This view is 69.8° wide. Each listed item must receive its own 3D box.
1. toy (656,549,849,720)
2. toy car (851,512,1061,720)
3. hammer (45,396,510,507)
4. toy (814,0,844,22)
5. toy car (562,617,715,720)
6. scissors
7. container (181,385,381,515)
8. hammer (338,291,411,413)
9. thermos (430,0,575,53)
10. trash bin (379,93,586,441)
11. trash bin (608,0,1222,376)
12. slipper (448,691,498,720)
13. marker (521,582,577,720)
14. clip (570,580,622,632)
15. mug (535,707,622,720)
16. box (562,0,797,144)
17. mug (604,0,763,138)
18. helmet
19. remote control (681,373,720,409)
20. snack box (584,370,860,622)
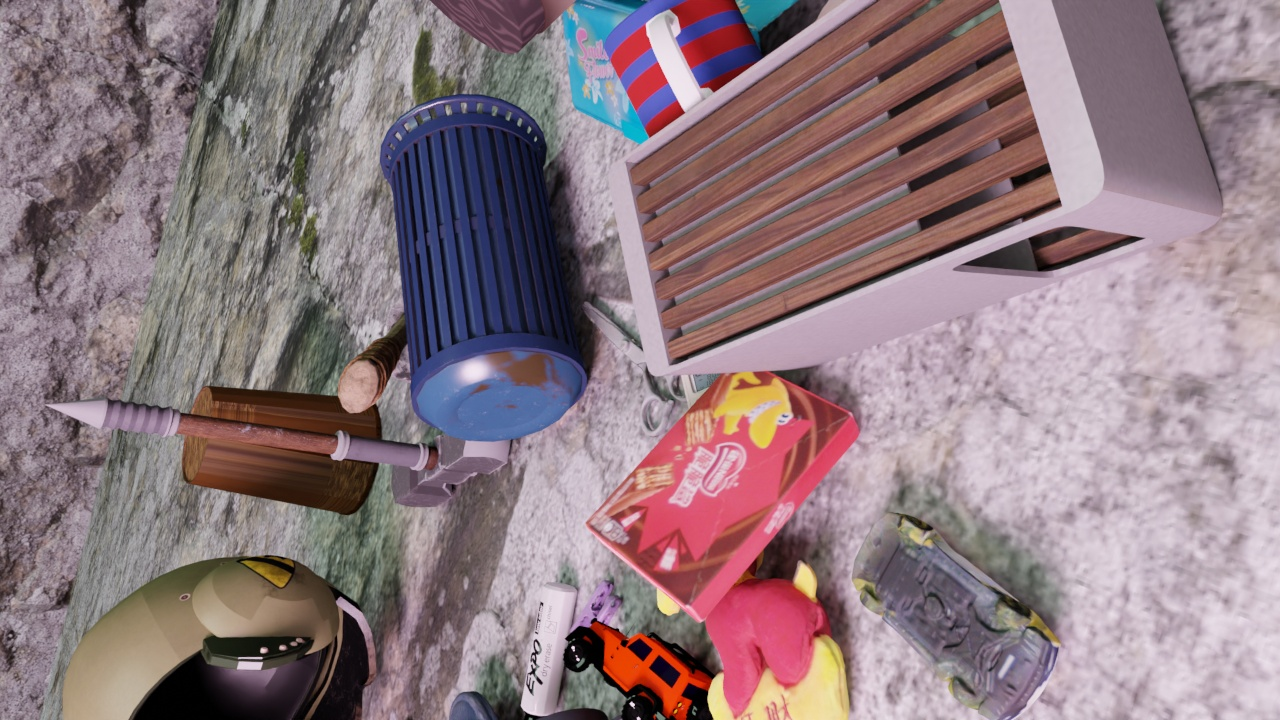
[{"bbox_3d":[0.059,0.141,0.484,0.106,0.067,0.137,-55,49,27],"label":"toy"},{"bbox_3d":[0.139,0.111,0.410,0.105,0.033,0.048,44,116,53],"label":"toy car"},{"bbox_3d":[-0.271,0.061,0.713,0.156,0.321,0.043,-33,54,42],"label":"hammer"},{"bbox_3d":[0.114,-0.160,0.512,0.096,0.052,0.098,118,166,-53],"label":"toy"},{"bbox_3d":[0.002,0.186,0.545,0.100,0.051,0.048,28,81,46],"label":"toy car"},{"bbox_3d":[0.003,-0.009,0.640,0.090,0.014,0.171,-47,48,31],"label":"scissors"},{"bbox_3d":[-0.383,0.091,0.975,0.132,0.167,0.132,-20,63,48],"label":"container"},{"bbox_3d":[-0.210,-0.014,0.779,0.318,0.049,0.121,-120,50,-77],"label":"hammer"},{"bbox_3d":[-0.060,-0.343,0.636,0.226,0.172,0.173,-51,37,-8],"label":"thermos"},{"bbox_3d":[-0.124,-0.069,0.721,0.140,0.139,0.249,-39,52,38],"label":"trash bin"},{"bbox_3d":[0.108,-0.077,0.422,0.230,0.114,0.114,-23,74,47],"label":"trash bin"},{"bbox_3d":[-0.123,0.363,0.619,0.101,0.082,0.263,-57,41,45],"label":"slipper"},{"bbox_3d":[-0.068,0.222,0.648,0.025,0.025,0.126,4,82,53],"label":"marker"},{"bbox_3d":[-0.032,0.173,0.629,0.053,0.013,0.037,-49,46,28],"label":"clip"},{"bbox_3d":[-0.029,0.258,0.561,0.105,0.071,0.077,-31,51,10],"label":"mug"},{"bbox_3d":[0.023,-0.232,0.635,0.227,0.083,0.172,42,112,50],"label":"box"},{"bbox_3d":[0.026,-0.153,0.488,0.075,0.111,0.076,-26,93,16],"label":"mug"},{"bbox_3d":[-0.324,0.271,0.754,0.233,0.255,0.250,21,94,49],"label":"helmet"},{"bbox_3d":[0.050,0.033,0.553,0.038,0.018,0.125,-24,57,20],"label":"remote control"},{"bbox_3d":[0.043,0.064,0.497,0.132,0.021,0.089,-47,44,-14],"label":"snack box"}]
